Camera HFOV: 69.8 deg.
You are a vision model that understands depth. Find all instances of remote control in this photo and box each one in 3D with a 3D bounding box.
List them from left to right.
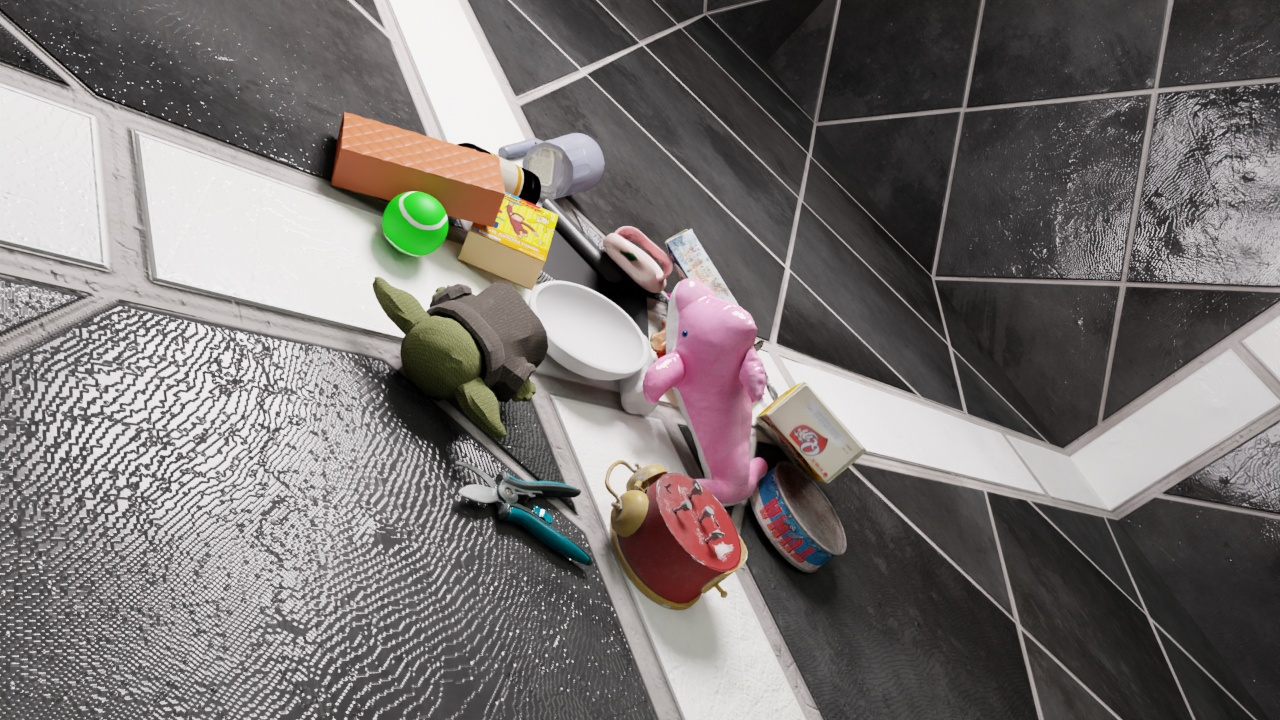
[{"bbox_3d":[-0.075,-0.157,1.216,0.147,0.015,0.033,46,24,2],"label":"remote control"}]

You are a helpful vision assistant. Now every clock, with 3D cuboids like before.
[{"bbox_3d":[0.030,0.155,0.880,0.159,0.081,0.116,45,26,-4],"label":"clock"}]

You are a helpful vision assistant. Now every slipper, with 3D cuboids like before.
[{"bbox_3d":[-0.004,-0.142,1.243,0.107,0.056,0.221,43,6,2],"label":"slipper"}]

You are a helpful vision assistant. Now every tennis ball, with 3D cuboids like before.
[{"bbox_3d":[-0.229,-0.139,0.932,0.065,0.065,0.065,35,28,-22],"label":"tennis ball"}]

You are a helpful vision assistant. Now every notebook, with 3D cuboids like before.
[{"bbox_3d":[-0.072,-0.105,1.180,0.206,0.016,0.148,35,27,-22],"label":"notebook"}]

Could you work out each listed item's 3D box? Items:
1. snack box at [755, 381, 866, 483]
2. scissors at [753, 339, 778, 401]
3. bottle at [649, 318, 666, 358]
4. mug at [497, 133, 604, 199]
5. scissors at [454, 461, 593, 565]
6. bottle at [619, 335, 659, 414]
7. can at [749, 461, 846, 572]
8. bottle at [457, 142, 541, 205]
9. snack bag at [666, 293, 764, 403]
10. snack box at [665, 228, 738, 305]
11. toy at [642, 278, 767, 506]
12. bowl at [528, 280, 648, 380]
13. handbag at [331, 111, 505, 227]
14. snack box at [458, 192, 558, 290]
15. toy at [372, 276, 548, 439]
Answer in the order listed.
[{"bbox_3d":[0.209,0.092,1.158,0.110,0.061,0.230,49,0,6],"label":"snack box"},{"bbox_3d":[0.166,-0.002,1.315,0.175,0.014,0.141,64,-8,-15],"label":"scissors"},{"bbox_3d":[0.068,-0.002,1.162,0.111,0.099,0.098,44,22,-37],"label":"bottle"},{"bbox_3d":[-0.126,-0.280,1.291,0.124,0.084,0.103,25,25,11],"label":"mug"},{"bbox_3d":[-0.094,0.126,0.809,0.155,0.019,0.124,45,25,-5],"label":"scissors"},{"bbox_3d":[-0.006,0.006,1.083,0.044,0.044,0.136,31,30,-29],"label":"bottle"},{"bbox_3d":[0.190,0.187,1.105,0.130,0.044,0.129,40,25,-23],"label":"can"},{"bbox_3d":[-0.206,-0.230,1.106,0.181,0.059,0.059,18,37,-44],"label":"bottle"},{"bbox_3d":[0.110,-0.023,1.326,0.196,0.016,0.070,52,21,8],"label":"snack bag"},{"bbox_3d":[0.095,-0.084,1.248,0.145,0.042,0.144,61,0,27],"label":"snack box"},{"bbox_3d":[0.096,0.032,1.033,0.186,0.128,0.265,-8,88,-47],"label":"toy"},{"bbox_3d":[-0.065,-0.025,1.032,0.149,0.043,0.149,25,32,-17],"label":"bowl"},{"bbox_3d":[-0.241,-0.207,0.997,0.171,0.060,0.108,12,37,-23],"label":"handbag"},{"bbox_3d":[-0.150,-0.143,1.060,0.088,0.040,0.125,22,31,-11],"label":"snack box"},{"bbox_3d":[-0.155,-0.013,0.848,0.179,0.078,0.152,50,34,7],"label":"toy"}]
